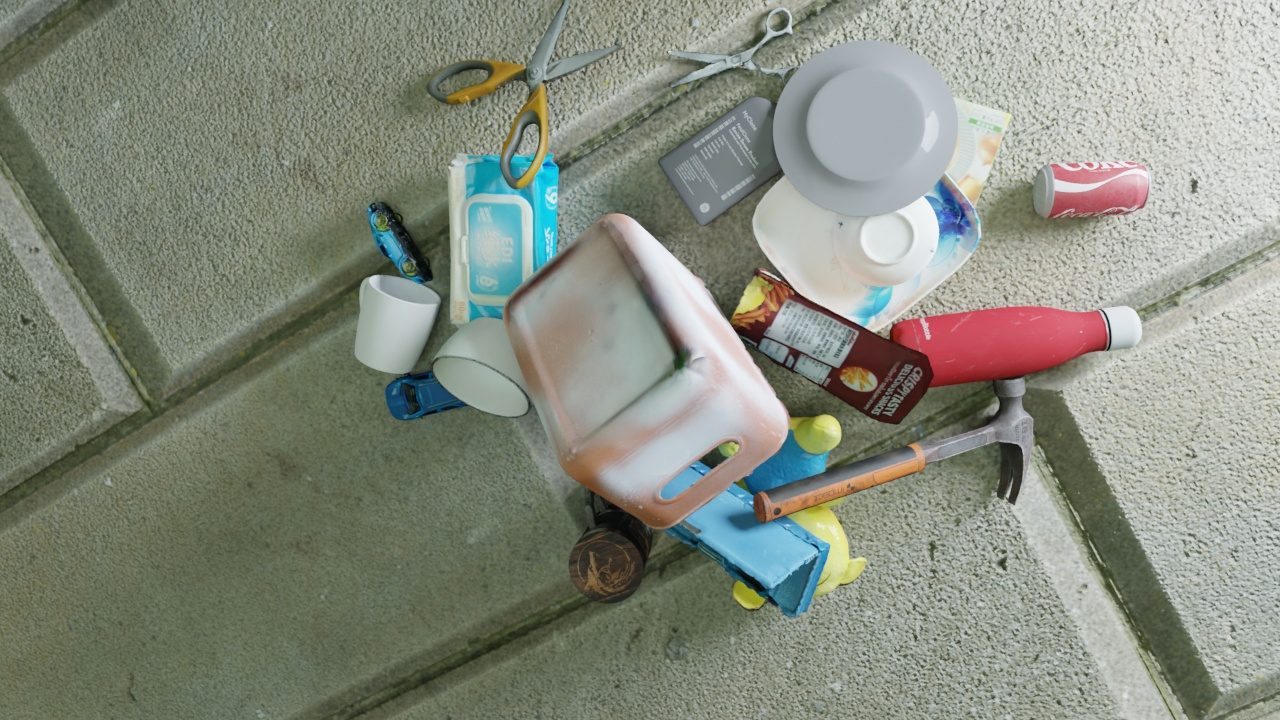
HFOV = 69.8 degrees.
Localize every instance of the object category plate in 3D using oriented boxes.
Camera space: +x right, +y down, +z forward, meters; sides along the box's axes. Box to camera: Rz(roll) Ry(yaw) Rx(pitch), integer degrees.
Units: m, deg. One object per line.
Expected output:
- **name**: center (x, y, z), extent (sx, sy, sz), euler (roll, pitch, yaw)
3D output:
- **plate**: center (0.221, -0.230, 0.901), extent (0.178, 0.012, 0.178), euler (-1, 85, 8)
- **plate**: center (0.245, -0.124, 0.917), extent (0.104, 0.026, 0.104), euler (2, 101, 11)
- **plate**: center (0.229, -0.137, 0.941), extent (0.187, 0.016, 0.187), euler (-41, 92, 16)

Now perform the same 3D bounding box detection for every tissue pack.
- **tissue pack**: center (-0.149, -0.119, 1.002), extent (0.117, 0.066, 0.209), euler (2, 101, 9)

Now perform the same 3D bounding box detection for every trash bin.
- **trash bin**: center (-0.005, 0.005, 0.884), extent (0.182, 0.157, 0.259), euler (-38, 49, 13)

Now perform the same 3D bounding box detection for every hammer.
- **hammer**: center (0.262, 0.117, 0.931), extent (0.314, 0.035, 0.138), euler (-15, 105, -15)

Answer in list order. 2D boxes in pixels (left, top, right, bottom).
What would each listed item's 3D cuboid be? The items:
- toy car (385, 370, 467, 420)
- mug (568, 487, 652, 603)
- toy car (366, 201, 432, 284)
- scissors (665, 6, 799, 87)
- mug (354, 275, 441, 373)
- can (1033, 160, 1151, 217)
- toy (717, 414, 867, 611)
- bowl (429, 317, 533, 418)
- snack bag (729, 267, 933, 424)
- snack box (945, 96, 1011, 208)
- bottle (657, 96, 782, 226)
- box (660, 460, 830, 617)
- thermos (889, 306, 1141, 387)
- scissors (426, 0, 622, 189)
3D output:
- **toy car**: center (-0.235, 0.035, 1.048), extent (0.120, 0.043, 0.056), euler (-13, 97, 10)
- **mug**: center (-0.037, 0.193, 1.013), extent (0.080, 0.107, 0.116), euler (-25, 95, 11)
- **toy car**: center (-0.272, -0.128, 1.025), extent (0.032, 0.048, 0.105), euler (-32, 94, 11)
- **scissors**: center (0.111, -0.302, 0.959), extent (0.142, 0.014, 0.147), euler (-39, 92, 9)
- **mug**: center (-0.286, -0.047, 1.033), extent (0.114, 0.080, 0.088), euler (33, 111, 33)
- **can**: center (0.448, -0.170, 0.912), extent (0.096, 0.054, 0.054), euler (-1, 99, 8)
- **toy**: center (0.161, 0.160, 0.991), extent (0.149, 0.083, 0.214), euler (-4, 99, 31)
- **bowl**: center (-0.158, 0.004, 0.978), extent (0.116, 0.116, 0.065), euler (20, 61, 4)
- **snack bag**: center (0.191, -0.007, 0.942), extent (0.208, 0.139, 0.066), euler (33, 61, 12)
- **snack box**: center (0.284, -0.191, 0.945), extent (0.132, 0.027, 0.168), euler (19, 102, 6)
- **bottle**: center (0.113, -0.223, 0.955), extent (0.174, 0.046, 0.084), euler (-34, 93, 12)
- **box**: center (0.063, 0.178, 0.942), extent (0.232, 0.112, 0.094), euler (31, 120, 32)
- **thermos**: center (0.381, -0.020, 0.936), extent (0.240, 0.073, 0.073), euler (-8, 98, 9)
- **scissors**: center (-0.124, -0.279, 0.964), extent (0.225, 0.016, 0.228), euler (-10, 72, 16)
